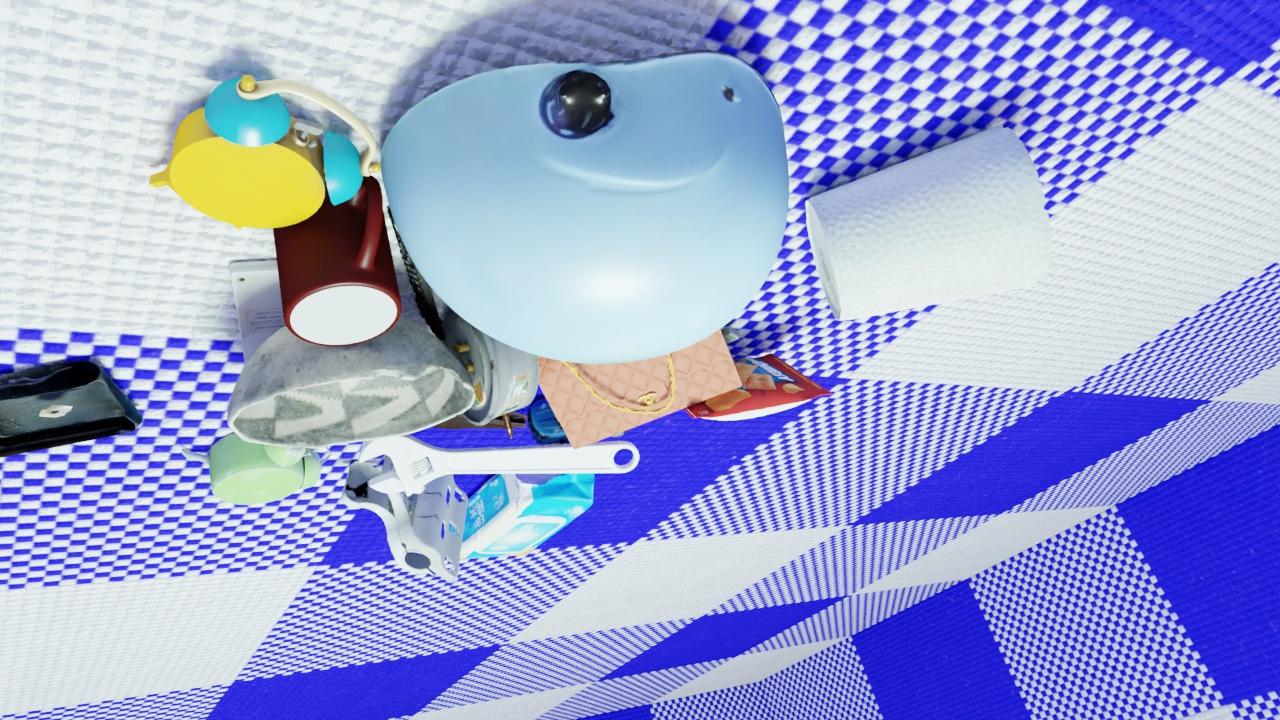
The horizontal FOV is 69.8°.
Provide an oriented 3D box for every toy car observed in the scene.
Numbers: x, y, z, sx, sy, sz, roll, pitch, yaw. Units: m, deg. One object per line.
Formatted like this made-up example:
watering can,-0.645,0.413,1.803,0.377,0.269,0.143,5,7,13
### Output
toy car,-0.057,0.053,0.945,0.120,0.056,0.044,-11,146,-20

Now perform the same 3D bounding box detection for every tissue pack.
tissue pack,-0.155,0.189,1.123,0.116,0.066,0.210,7,145,-39

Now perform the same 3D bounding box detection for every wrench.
wrench,-0.134,0.098,0.901,0.273,0.018,0.066,0,108,-14

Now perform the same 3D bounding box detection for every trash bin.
trash bin,0.227,-0.104,0.751,0.161,0.133,0.133,-15,153,6

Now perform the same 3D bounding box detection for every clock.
clock,-0.352,0.099,0.860,0.119,0.042,0.094,-15,154,-6
clock,-0.122,-0.011,0.742,0.056,0.104,0.148,-12,138,-34
clock,-0.220,-0.118,0.539,0.130,0.043,0.099,-22,149,25

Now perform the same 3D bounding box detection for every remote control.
remote control,-0.279,-0.031,0.698,0.050,0.011,0.136,-6,150,-22
remote control,-0.167,-0.061,0.690,0.009,0.030,0.140,-31,156,-18

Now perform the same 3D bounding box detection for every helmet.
helmet,-0.030,-0.086,0.588,0.265,0.166,0.226,-2,159,-11

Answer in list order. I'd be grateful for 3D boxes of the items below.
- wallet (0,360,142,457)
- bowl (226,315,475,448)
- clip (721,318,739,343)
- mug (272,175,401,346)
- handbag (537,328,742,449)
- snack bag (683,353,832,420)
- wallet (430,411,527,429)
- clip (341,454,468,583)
wallet,-0.457,0.038,0.702,0.115,0.026,0.089,-11,152,-14
bowl,-0.222,0.007,0.701,0.178,0.081,0.179,-11,162,-4
clip,0.060,-0.018,0.907,0.076,0.045,0.023,-29,149,25
mug,-0.192,-0.071,0.598,0.073,0.082,0.106,7,143,-40
handbag,-0.005,0.005,0.852,0.172,0.060,0.109,-21,121,6
snack bag,0.096,0.026,0.926,0.144,0.131,0.039,-9,111,-16
wallet,-0.178,0.046,0.845,0.100,0.031,0.119,-2,167,35
clip,-0.237,0.152,0.956,0.075,0.124,0.144,-33,125,19
